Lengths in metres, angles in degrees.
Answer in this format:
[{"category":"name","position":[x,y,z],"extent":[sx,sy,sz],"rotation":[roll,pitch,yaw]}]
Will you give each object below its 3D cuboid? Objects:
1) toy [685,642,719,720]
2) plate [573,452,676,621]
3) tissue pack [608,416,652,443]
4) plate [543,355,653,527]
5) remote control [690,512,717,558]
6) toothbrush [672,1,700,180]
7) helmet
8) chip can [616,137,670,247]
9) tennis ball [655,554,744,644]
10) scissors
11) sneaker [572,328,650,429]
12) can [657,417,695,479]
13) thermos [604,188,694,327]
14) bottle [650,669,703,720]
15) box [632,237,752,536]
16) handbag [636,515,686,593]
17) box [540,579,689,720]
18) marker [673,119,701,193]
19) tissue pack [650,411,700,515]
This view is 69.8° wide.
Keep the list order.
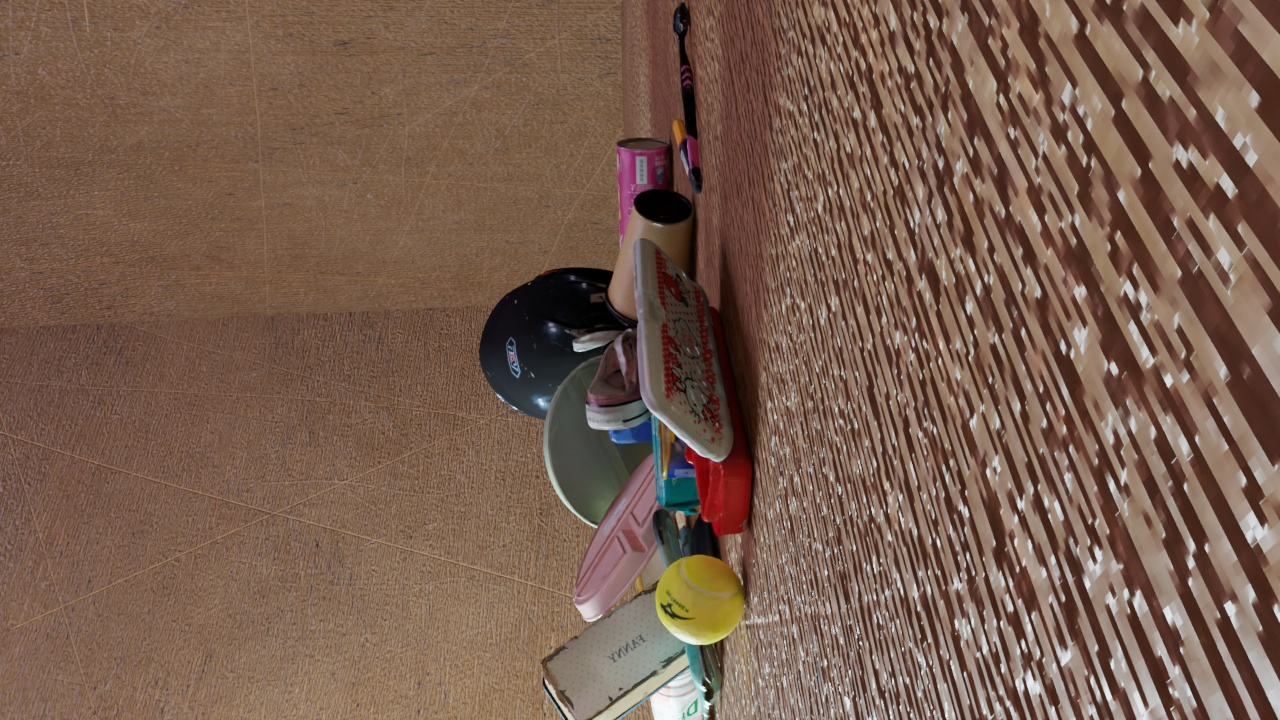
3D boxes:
[{"category":"toy","position":[0.061,0.302,0.895],"extent":[0.091,0.030,0.096],"rotation":[-92,-6,-72]},{"category":"plate","position":[-0.013,0.191,1.055],"extent":[0.230,0.028,0.229],"rotation":[-56,8,11]},{"category":"tissue pack","position":[0.010,0.073,1.114],"extent":[0.157,0.095,0.052],"rotation":[87,-179,-85]},{"category":"plate","position":[-0.038,0.107,1.201],"extent":[0.028,0.229,0.230],"rotation":[-10,81,46]},{"category":"remote control","position":[0.059,0.192,0.842],"extent":[0.136,0.024,0.053],"rotation":[-96,4,-58]},{"category":"toothbrush","position":[0.044,-0.251,0.846],"extent":[0.018,0.014,0.189],"rotation":[124,144,-66]},{"category":"helmet","position":[-0.085,-0.020,1.333],"extent":[0.231,0.274,0.233],"rotation":[3,103,62]},{"category":"chip can","position":[0.006,-0.178,1.193],"extent":[0.071,0.071,0.211],"rotation":[-97,5,-65]},{"category":"tennis ball","position":[0.044,0.177,0.681],"extent":[0.065,0.065,0.065],"rotation":[172,95,-88]},{"category":"scissors","position":[0.043,0.213,0.860],"extent":[0.176,0.019,0.172],"rotation":[-97,-16,-46]},{"category":"sneaker","position":[-0.006,0.006,1.036],"extent":[0.240,0.118,0.088],"rotation":[-40,-53,-70]},{"category":"can","position":[0.040,0.033,0.832],"extent":[0.074,0.049,0.148],"rotation":[109,159,-84]},{"category":"thermos","position":[0.013,-0.101,0.946],"extent":[0.092,0.093,0.143],"rotation":[-95,10,-45]},{"category":"bottle","position":[0.043,0.387,1.069],"extent":[0.068,0.068,0.197],"rotation":[-95,-1,-53]},{"category":"box","position":[0.040,0.012,0.672],"extent":[0.200,0.064,0.160],"rotation":[-95,-17,-52]},{"category":"handbag","position":[0.043,0.284,1.146],"extent":[0.163,0.063,0.179],"rotation":[-95,-11,-56]},{"category":"box","position":[-0.021,0.314,0.957],"extent":[0.090,0.184,0.063],"rotation":[50,159,31]},{"category":"marker","position":[0.046,-0.195,0.872],"extent":[0.123,0.015,0.018],"rotation":[-99,4,-48]},{"category":"tissue pack","position":[0.039,0.089,0.911],"extent":[0.093,0.050,0.133],"rotation":[122,145,-84]}]
